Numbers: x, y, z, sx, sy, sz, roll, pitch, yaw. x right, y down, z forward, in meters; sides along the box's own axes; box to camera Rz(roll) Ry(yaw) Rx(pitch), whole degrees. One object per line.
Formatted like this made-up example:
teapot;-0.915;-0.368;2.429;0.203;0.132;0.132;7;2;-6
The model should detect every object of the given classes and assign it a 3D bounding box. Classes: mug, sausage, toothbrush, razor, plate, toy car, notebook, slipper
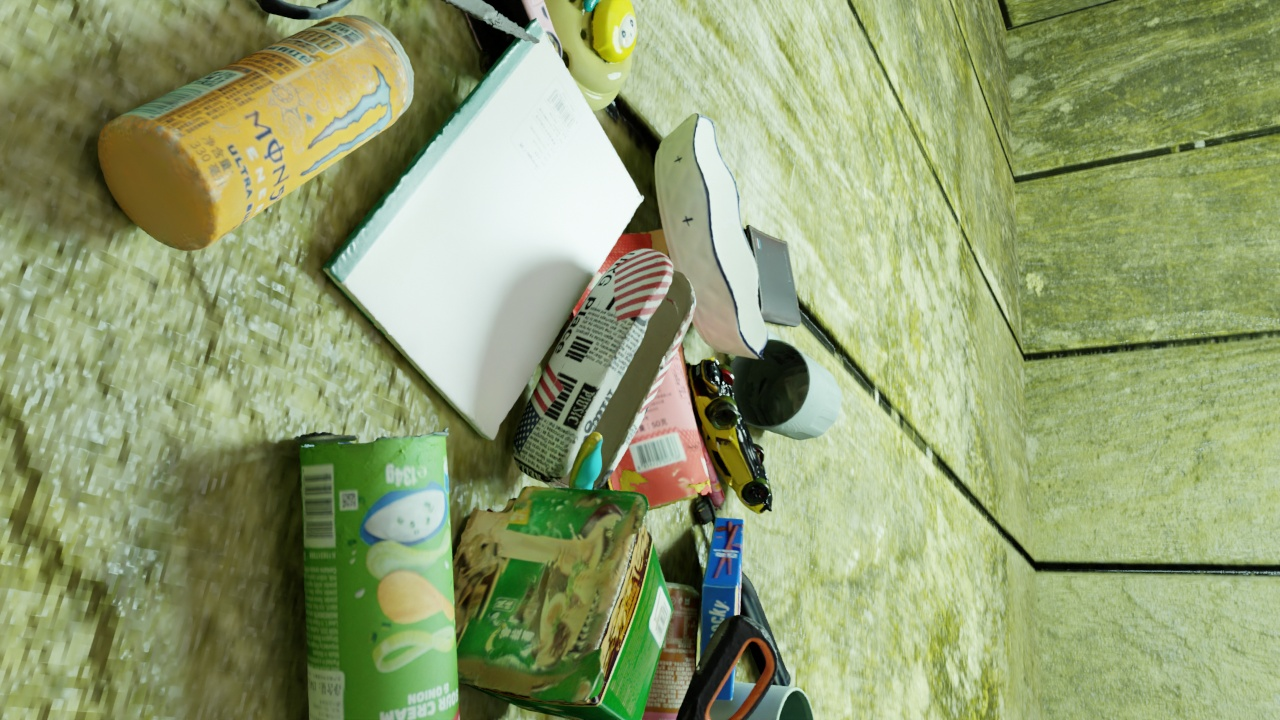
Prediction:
mug;0.132;0.014;0.885;0.103;0.084;0.124;23;40;-57
sausage;0.042;0.066;0.768;0.020;0.020;0.156;-57;132;-48
mug;0.066;0.294;0.673;0.082;0.106;0.111;16;70;-58
toothbrush;0.090;0.209;0.815;0.027;0.026;0.213;-32;113;-22
razor;-0.028;0.083;0.546;0.133;0.028;0.043;87;23;-49
plate;0.059;-0.098;0.759;0.204;0.046;0.205;-12;90;-75
toy car;-0.087;-0.227;0.573;0.037;0.056;0.122;-48;125;-44
notebook;-0.078;-0.079;0.550;0.208;0.012;0.150;-59;136;-26
slipper;-0.052;-0.260;0.616;0.190;0.082;0.091;60;40;-29
toy car;0.079;0.069;0.797;0.071;0.041;0.156;-84;152;-62

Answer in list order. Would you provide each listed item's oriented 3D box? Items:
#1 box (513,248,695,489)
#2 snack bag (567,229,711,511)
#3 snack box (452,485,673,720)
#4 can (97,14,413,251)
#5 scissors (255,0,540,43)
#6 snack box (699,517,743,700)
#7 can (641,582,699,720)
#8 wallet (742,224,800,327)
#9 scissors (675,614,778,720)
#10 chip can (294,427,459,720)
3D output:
box;-0.031;0.000;0.573;0.163;0.074;0.079;-62;153;-7
snack bag;-0.004;0.004;0.663;0.128;0.073;0.208;-8;85;-52
snack box;-0.039;0.148;0.521;0.106;0.118;0.118;58;41;-43
can;-0.165;-0.107;0.412;0.145;0.058;0.058;-57;131;-47
scissors;-0.133;-0.211;0.487;0.159;0.014;0.171;52;54;-22
snack box;0.063;0.184;0.705;0.157;0.026;0.084;-45;137;-79
can;0.009;0.231;0.639;0.058;0.058;0.147;30;59;-54
wallet;0.136;-0.086;0.960;0.122;0.020;0.096;4;81;-61
scissors;-0.001;0.247;0.591;0.220;0.022;0.223;-36;85;-13
chip can;-0.119;0.150;0.424;0.072;0.072;0.236;5;79;-59
